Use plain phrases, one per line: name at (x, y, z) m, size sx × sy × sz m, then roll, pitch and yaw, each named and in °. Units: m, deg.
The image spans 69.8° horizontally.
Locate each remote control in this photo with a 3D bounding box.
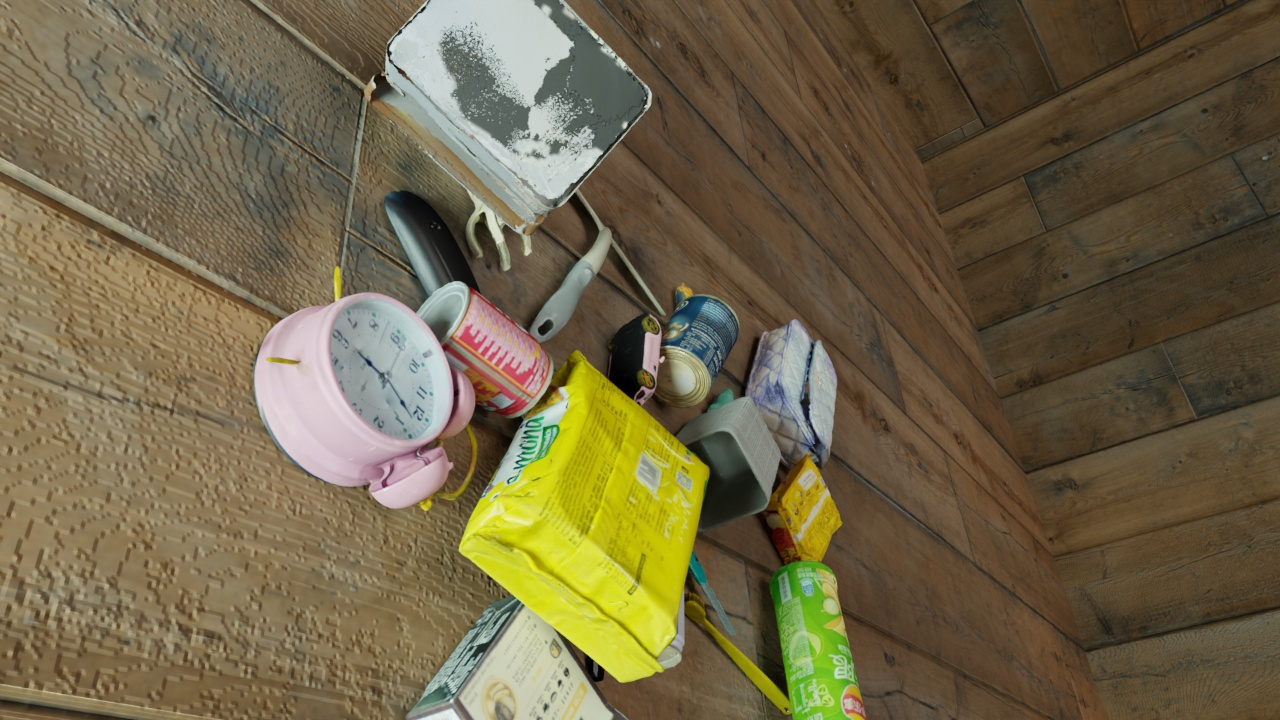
remote control at (-0.153, -0.073, 0.712) m, size 0.136 × 0.024 × 0.053 m, roll 63°, pitch 29°, yaw -3°

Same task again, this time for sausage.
sausage at (0.056, -0.022, 1.040) m, size 0.021 × 0.021 × 0.165 m, roll 34°, pitch 40°, yaw -44°

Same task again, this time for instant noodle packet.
instant noodle packet at (0.191, 0.181, 1.078) m, size 0.128 × 0.044 × 0.111 m, roll -39°, pitch 109°, yaw -53°

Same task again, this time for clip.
clip at (-0.135, -0.129, 0.780) m, size 0.083 × 0.035 × 0.104 m, roll -11°, pitch 73°, yaw -63°

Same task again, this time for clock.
clock at (-0.161, 0.027, 0.579) m, size 0.158 × 0.060 × 0.117 m, roll 51°, pitch 31°, yaw -29°

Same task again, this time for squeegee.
squeegee at (-0.056, -0.088, 0.879) m, size 0.246 × 0.039 × 0.245 m, roll 54°, pitch 30°, yaw -20°

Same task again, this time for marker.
marker at (-0.036, 0.188, 0.718) m, size 0.018 × 0.015 × 0.123 m, roll 32°, pitch 45°, yaw -44°

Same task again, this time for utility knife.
utility knife at (0.038, 0.166, 0.853) m, size 0.207 × 0.013 × 0.029 m, roll 61°, pitch 20°, yaw -1°

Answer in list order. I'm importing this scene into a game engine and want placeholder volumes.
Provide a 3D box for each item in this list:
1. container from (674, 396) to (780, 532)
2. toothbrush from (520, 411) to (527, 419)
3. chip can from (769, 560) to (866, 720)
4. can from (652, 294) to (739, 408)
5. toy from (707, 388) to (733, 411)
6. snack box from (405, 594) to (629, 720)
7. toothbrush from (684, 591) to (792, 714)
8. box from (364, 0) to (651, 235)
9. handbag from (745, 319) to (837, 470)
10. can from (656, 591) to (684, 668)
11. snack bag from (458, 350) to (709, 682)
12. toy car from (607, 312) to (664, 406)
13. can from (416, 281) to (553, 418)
container at (0.084, 0.099, 0.921) m, size 0.090 × 0.090 × 0.114 m, roll 61°, pitch 25°, yaw -8°
toothbrush at (-0.072, 0.065, 0.747) m, size 0.021 × 0.029 × 0.189 m, roll -40°, pitch 106°, yaw -23°
chip can at (0.176, 0.300, 0.906) m, size 0.072 × 0.073 × 0.220 m, roll 46°, pitch 25°, yaw -32°
can at (0.053, -0.010, 0.954) m, size 0.075 × 0.075 × 0.110 m, roll 56°, pitch 36°, yaw -18°
toy at (0.103, 0.085, 1.029) m, size 0.092 × 0.030 × 0.096 m, roll 59°, pitch 34°, yaw -7°
snack box at (-0.070, 0.229, 0.580) m, size 0.125 × 0.053 × 0.113 m, roll 60°, pitch 27°, yaw -10°
toothbrush at (0.095, 0.280, 0.870) m, size 0.190 × 0.016 × 0.016 m, roll 50°, pitch 24°, yaw -26°
box at (-0.116, -0.209, 0.770) m, size 0.182 × 0.152 × 0.178 m, roll 43°, pitch -7°, yaw -15°
handbag at (0.203, 0.041, 1.188) m, size 0.134 × 0.076 × 0.193 m, roll 56°, pitch 30°, yaw -21°
can at (0.009, 0.181, 0.758) m, size 0.053 × 0.053 × 0.134 m, roll 42°, pitch 35°, yaw -37°
snack bag at (-0.023, 0.100, 0.670) m, size 0.158 × 0.068 × 0.245 m, roll 43°, pitch 27°, yaw -13°
toy car at (-0.005, 0.005, 0.875) m, size 0.037 × 0.056 × 0.122 m, roll 39°, pitch 37°, yaw -29°
can at (-0.116, -0.006, 0.673) m, size 0.094 × 0.067 × 0.066 m, roll 40°, pitch 37°, yaw -36°
